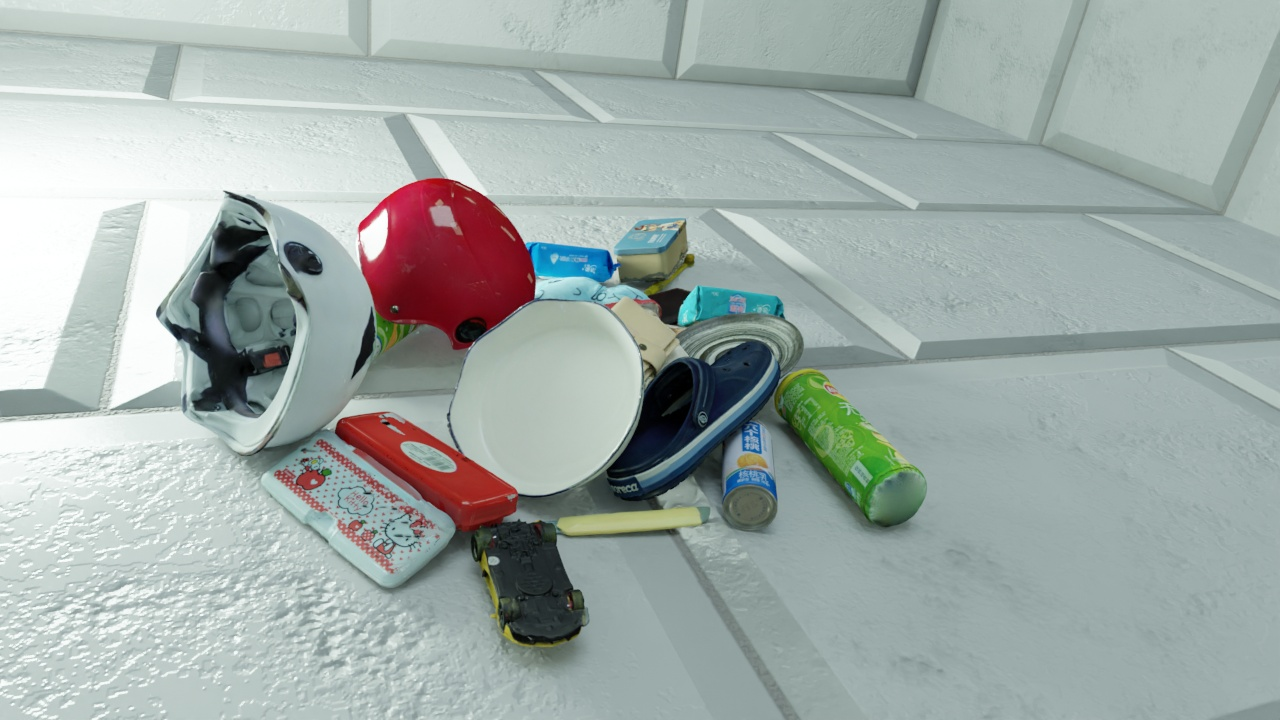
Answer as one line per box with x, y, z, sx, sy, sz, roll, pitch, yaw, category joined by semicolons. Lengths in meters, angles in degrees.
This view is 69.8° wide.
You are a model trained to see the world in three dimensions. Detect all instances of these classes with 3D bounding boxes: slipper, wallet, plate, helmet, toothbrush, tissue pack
0.045;0.047;0.950;0.105;0.095;0.252;-5;27;46;slipper
0.040;-0.077;1.327;0.122;0.020;0.096;-17;31;-39;wallet
-0.013;-0.015;0.983;0.087;0.024;0.114;37;44;6;wallet
0.111;-0.003;1.122;0.179;0.024;0.179;-11;31;7;plate
-0.351;-0.032;0.916;0.145;0.230;0.258;1;44;-53;helmet
0.049;-0.137;1.449;0.016;0.017;0.189;17;28;18;toothbrush
0.123;-0.063;1.245;0.133;0.050;0.093;7;-9;-7;tissue pack
-0.088;0.038;0.905;0.205;0.204;0.045;24;-11;28;plate
-0.213;-0.127;1.113;0.239;0.144;0.206;24;34;-35;helmet
-0.111;-0.142;1.352;0.157;0.052;0.095;6;3;-7;tissue pack

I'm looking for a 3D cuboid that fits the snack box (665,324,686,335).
0.054;-0.019;1.205;0.154;0.026;0.075;8;27;-1;snack box

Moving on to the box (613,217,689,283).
0.018;-0.173;1.445;0.090;0.062;0.183;-2;21;15;box

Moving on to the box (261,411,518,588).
-0.228;0.113;0.834;0.201;0.059;0.160;26;35;32;box

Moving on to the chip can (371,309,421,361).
-0.309;-0.055;1.116;0.072;0.072;0.235;15;27;12;chip can

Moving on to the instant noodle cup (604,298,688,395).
-0.006;0.006;1.057;0.116;0.117;0.124;-14;47;-38;instant noodle cup

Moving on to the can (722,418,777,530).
0.110;0.112;0.932;0.053;0.053;0.134;9;27;1;can

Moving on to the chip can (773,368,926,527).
0.222;0.090;0.990;0.072;0.073;0.221;-1;28;-19;chip can

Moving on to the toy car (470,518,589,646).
-0.093;0.181;0.747;0.071;0.041;0.156;-3;27;-22;toy car

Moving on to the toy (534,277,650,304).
-0.078;-0.091;1.277;0.156;0.050;0.161;14;19;30;toy

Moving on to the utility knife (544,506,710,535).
-0.011;0.149;0.862;0.167;0.018;0.031;3;23;-15;utility knife
